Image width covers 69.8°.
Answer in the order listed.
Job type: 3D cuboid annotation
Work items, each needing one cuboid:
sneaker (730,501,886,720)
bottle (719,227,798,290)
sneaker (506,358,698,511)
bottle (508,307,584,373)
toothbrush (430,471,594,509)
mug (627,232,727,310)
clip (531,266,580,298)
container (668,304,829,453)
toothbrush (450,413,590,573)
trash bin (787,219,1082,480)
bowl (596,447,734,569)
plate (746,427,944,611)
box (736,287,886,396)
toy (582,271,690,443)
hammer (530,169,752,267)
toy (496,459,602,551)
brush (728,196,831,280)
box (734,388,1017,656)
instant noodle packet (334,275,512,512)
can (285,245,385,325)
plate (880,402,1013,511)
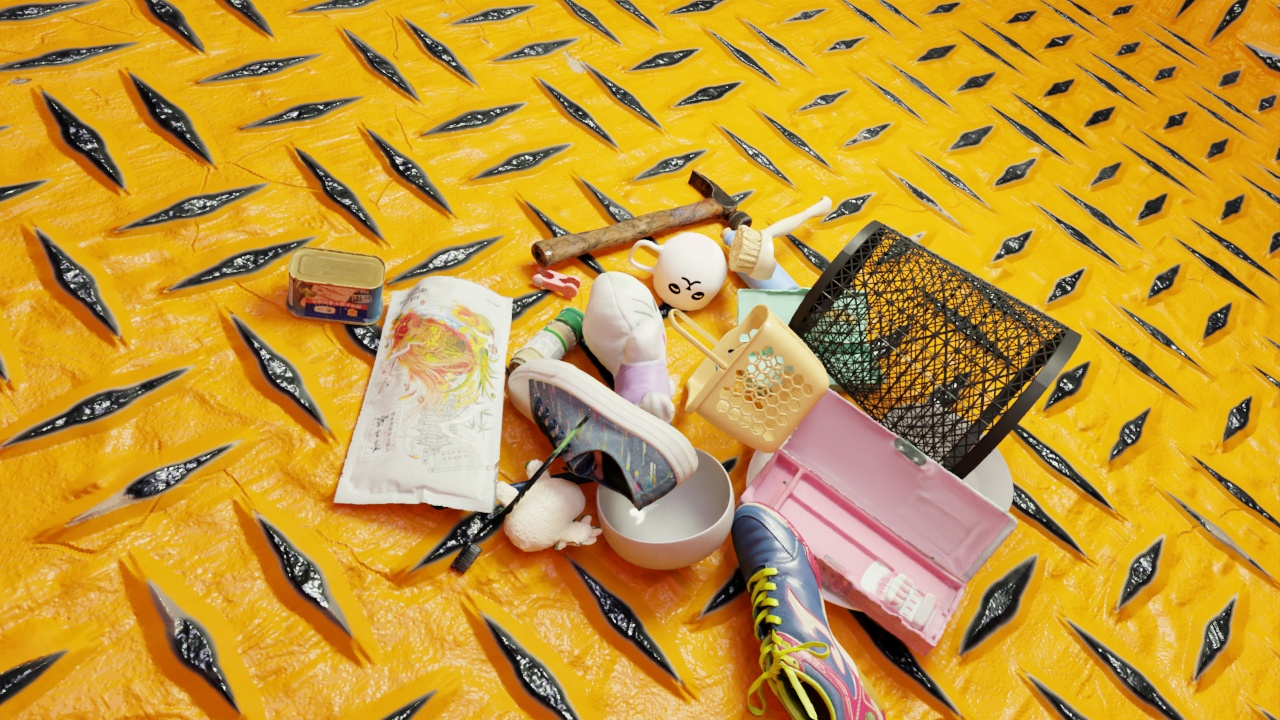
[{"bbox_3d":[0.133,0.240,0.827,0.090,0.117,0.241,-6,59,-38],"label":"sneaker"},{"bbox_3d":[0.149,-0.124,1.195,0.048,0.048,0.131,-21,61,-34],"label":"bottle"},{"bbox_3d":[-0.058,0.070,0.887,0.236,0.087,0.079,24,53,35],"label":"sneaker"},{"bbox_3d":[-0.100,-0.015,1.012,0.042,0.043,0.109,35,49,10],"label":"bottle"},{"bbox_3d":[-0.112,0.122,0.905,0.189,0.017,0.016,-7,54,-26],"label":"toothbrush"},{"bbox_3d":[0.046,-0.119,1.132,0.124,0.076,0.090,18,47,-5],"label":"mug"},{"bbox_3d":[-0.102,-0.088,1.089,0.059,0.023,0.041,22,49,5],"label":"clip"},{"bbox_3d":[0.099,-0.002,0.967,0.167,0.129,0.183,38,8,-2],"label":"container"},{"bbox_3d":[-0.107,0.121,0.841,0.017,0.014,0.188,42,85,0],"label":"toothbrush"},{"bbox_3d":[0.308,-0.018,1.016,0.243,0.218,0.216,40,49,13],"label":"trash bin"},{"bbox_3d":[0.025,0.149,0.890,0.132,0.064,0.131,-4,38,3],"label":"bowl"},{"bbox_3d":[0.217,0.166,0.981,0.229,0.030,0.228,10,50,-12],"label":"plate"},{"bbox_3d":[0.205,-0.023,1.128,0.186,0.056,0.138,0,68,-22],"label":"box"},{"bbox_3d":[-0.006,0.006,0.986,0.085,0.138,0.209,-19,55,5],"label":"toy"},{"bbox_3d":[-0.005,-0.178,1.188,0.329,0.033,0.120,-21,57,-37],"label":"hammer"},{"bbox_3d":[-0.088,0.146,0.870,0.112,0.050,0.087,39,51,16],"label":"toy"},{"bbox_3d":[0.188,-0.170,1.190,0.077,0.062,0.271,42,40,9],"label":"brush"},{"bbox_3d":[0.230,0.160,0.924,0.233,0.075,0.172,38,78,12],"label":"box"},{"bbox_3d":[-0.207,0.028,0.921,0.147,0.057,0.268,2,50,-2],"label":"instant noodle packet"},{"bbox_3d":[-0.322,-0.079,0.970,0.099,0.059,0.053,6,49,-16],"label":"can"},{"bbox_3d":[0.354,0.125,1.079,0.172,0.019,0.172,11,48,-12],"label":"plate"}]
